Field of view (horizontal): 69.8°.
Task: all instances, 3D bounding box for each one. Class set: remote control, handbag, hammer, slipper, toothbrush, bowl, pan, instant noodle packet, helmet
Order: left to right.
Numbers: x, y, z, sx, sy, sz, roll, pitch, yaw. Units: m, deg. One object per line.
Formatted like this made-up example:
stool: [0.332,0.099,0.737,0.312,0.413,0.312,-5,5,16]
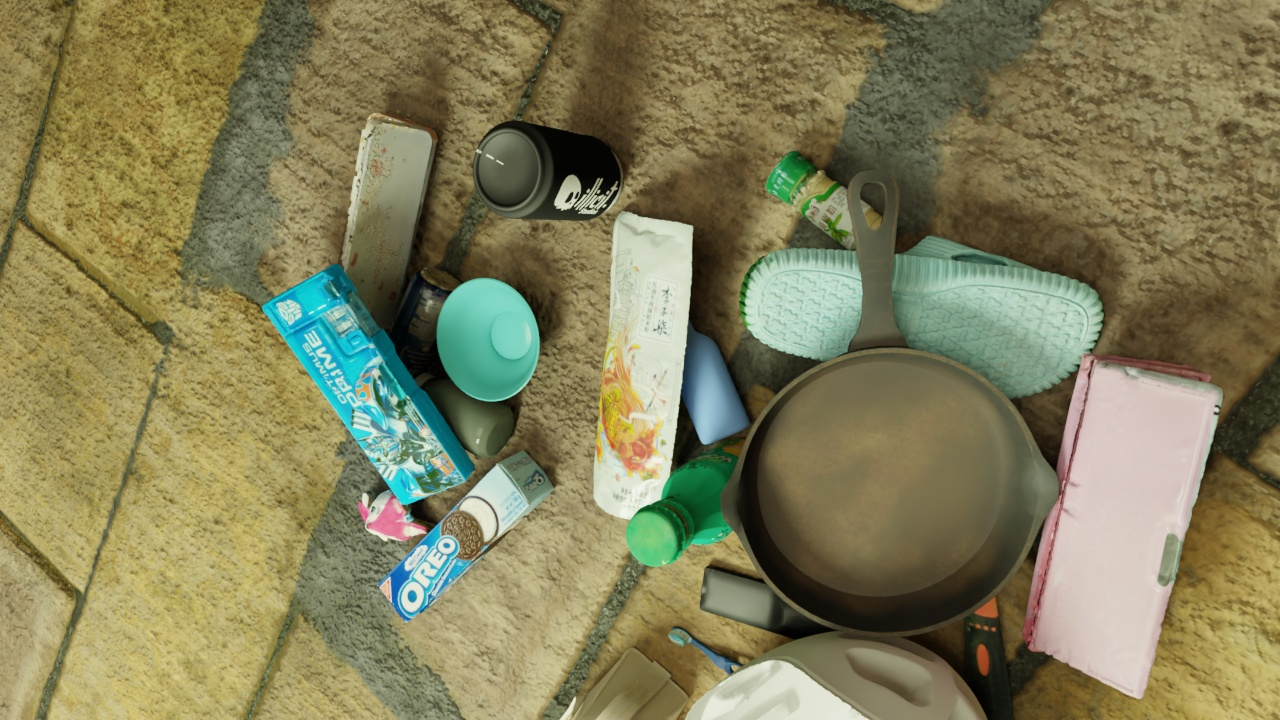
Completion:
bowl: [-0.142,-0.023,0.922,0.121,0.046,0.121,4,99,25]
handbag: [-0.063,0.389,0.857,0.101,0.197,0.195,38,112,17]
instant noodle packet: [-0.005,0.005,0.831,0.147,0.057,0.269,26,115,58]
toothbrush: [0.084,0.290,0.873,0.132,0.016,0.021,24,109,22]
remote control: [0.121,0.229,0.845,0.141,0.021,0.045,11,100,25]
helmet: [0.158,0.342,0.750,0.283,0.183,0.224,-45,69,28]
pan: [0.181,0.036,0.700,0.249,0.043,0.356,-4,100,6]
slipper: [0.217,-0.038,0.732,0.276,0.069,0.116,9,112,6]
hammer: [0.284,0.223,0.761,0.133,0.033,0.333,-4,96,26]

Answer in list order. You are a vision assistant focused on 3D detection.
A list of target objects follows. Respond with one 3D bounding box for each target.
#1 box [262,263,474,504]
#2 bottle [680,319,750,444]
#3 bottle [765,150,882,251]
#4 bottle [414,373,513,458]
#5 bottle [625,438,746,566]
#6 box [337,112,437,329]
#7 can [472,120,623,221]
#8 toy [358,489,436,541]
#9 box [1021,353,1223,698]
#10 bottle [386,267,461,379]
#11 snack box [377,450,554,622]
box: [-0.291,0.036,0.924,0.175,0.063,0.243,-13,113,45]
bottle: [0.053,0.007,0.831,0.048,0.048,0.131,-24,86,26]
bottle: [0.158,-0.129,0.766,0.110,0.042,0.043,41,112,14]
bottle: [-0.188,0.054,0.948,0.108,0.060,0.060,26,107,20]
bottle: [0.052,0.116,0.757,0.068,0.209,0.068,4,99,25]
box: [-0.279,-0.147,0.959,0.108,0.094,0.216,33,113,45]
can: [-0.079,-0.165,0.816,0.080,0.145,0.080,4,99,25]
toy: [-0.282,0.177,1.016,0.103,0.050,0.065,-9,117,36]
box: [0.352,0.119,0.658,0.099,0.098,0.233,8,101,-2]
bottle: [-0.240,-0.020,0.965,0.056,0.056,0.161,36,111,17]
snack box: [-0.187,0.187,0.968,0.227,0.059,0.059,-44,82,24]
